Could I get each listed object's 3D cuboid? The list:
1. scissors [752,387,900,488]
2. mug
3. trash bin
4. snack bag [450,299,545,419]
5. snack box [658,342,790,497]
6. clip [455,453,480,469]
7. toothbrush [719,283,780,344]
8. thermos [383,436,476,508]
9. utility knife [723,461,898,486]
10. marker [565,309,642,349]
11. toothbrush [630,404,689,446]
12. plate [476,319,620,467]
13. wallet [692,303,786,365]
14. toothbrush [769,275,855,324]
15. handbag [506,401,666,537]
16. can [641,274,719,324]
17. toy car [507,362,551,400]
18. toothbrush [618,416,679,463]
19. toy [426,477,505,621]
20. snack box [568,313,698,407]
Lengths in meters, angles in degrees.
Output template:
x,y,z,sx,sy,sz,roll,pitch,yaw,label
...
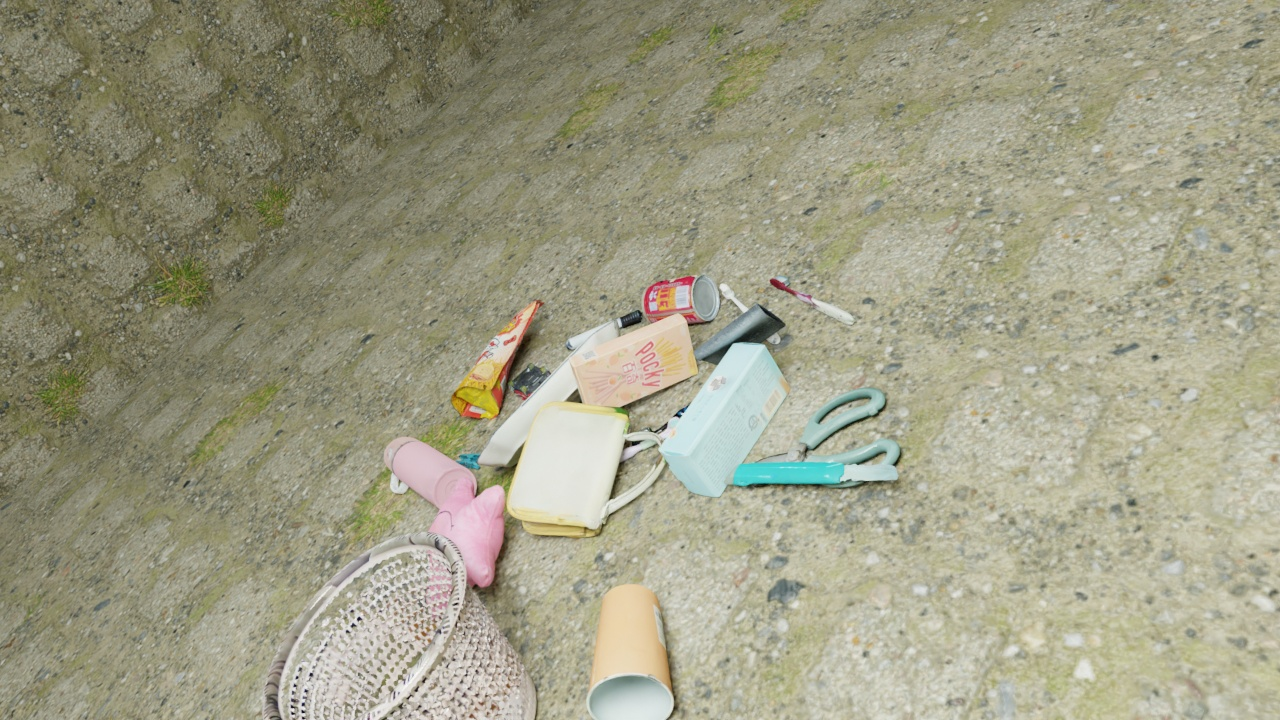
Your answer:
x,y,z,sx,sy,sz,roll,pitch,yaw,label
0.196,0.083,0.980,0.178,0.019,0.168,-14,39,36,scissors
-0.009,0.275,0.868,0.078,0.078,0.122,-26,28,15,mug
-0.211,0.313,0.891,0.228,0.192,0.227,-25,32,17,trash bin
-0.221,-0.003,1.445,0.129,0.073,0.207,-41,21,43,snack bag
0.098,0.065,1.043,0.052,0.074,0.174,5,49,48,snack box
-0.246,0.145,1.326,0.057,0.014,0.048,-3,46,43,clip
0.145,-0.064,1.227,0.016,0.016,0.180,-38,32,2,toothbrush
-0.311,0.168,1.316,0.199,0.067,0.087,15,86,51,thermos
0.169,0.116,0.935,0.210,0.013,0.029,-8,51,45,utility knife
-0.056,-0.045,1.395,0.131,0.018,0.022,-23,43,19,marker
0.068,0.055,1.143,0.189,0.016,0.014,-31,37,5,toothbrush
-0.112,0.053,1.227,0.265,0.034,0.162,-46,-6,-6,plate
0.122,-0.027,1.112,0.097,0.120,0.019,-36,71,15,wallet
0.220,-0.080,1.179,0.017,0.016,0.187,-31,29,-11,toothbrush
-0.056,0.135,1.105,0.179,0.063,0.163,2,57,22,handbag
0.055,-0.083,1.291,0.094,0.066,0.066,-6,42,40,can
-0.156,0.037,1.353,0.053,0.045,0.121,-42,21,-13,toy car
-0.029,0.122,1.143,0.189,0.029,0.021,-28,-9,16,toothbrush
-0.215,0.231,1.107,0.195,0.074,0.178,0,70,62,toy
-0.007,0.007,1.173,0.157,0.084,0.026,-22,33,-10,snack box
